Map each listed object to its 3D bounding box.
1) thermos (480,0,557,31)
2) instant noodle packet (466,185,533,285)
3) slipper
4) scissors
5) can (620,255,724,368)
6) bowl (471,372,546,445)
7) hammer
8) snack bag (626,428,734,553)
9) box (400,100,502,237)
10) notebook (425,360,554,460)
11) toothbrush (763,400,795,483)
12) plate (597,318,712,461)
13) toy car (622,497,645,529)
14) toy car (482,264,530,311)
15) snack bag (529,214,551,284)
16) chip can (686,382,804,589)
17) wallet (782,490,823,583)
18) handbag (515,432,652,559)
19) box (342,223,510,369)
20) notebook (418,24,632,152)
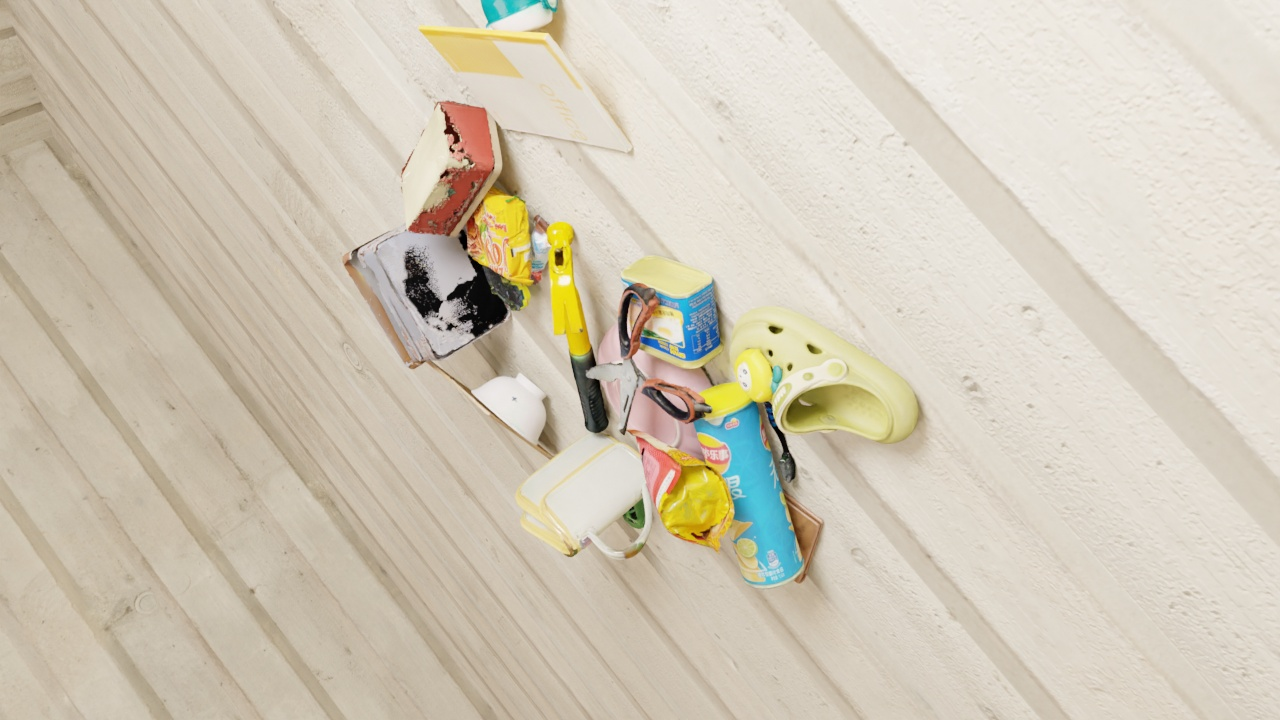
[{"bbox_3d":[-0.139,-0.397,0.794,0.073,0.073,0.224,10,129,50],"label":"thermos"},{"bbox_3d":[-0.166,-0.149,1.072,0.128,0.044,0.111,32,134,51],"label":"instant noodle packet"},{"bbox_3d":[0.147,0.021,0.803,0.191,0.081,0.092,29,139,32],"label":"slipper"},{"bbox_3d":[-0.003,0.007,0.936,0.225,0.015,0.189,15,125,53],"label":"scissors"},{"bbox_3d":[0.031,-0.050,0.915,0.102,0.057,0.083,24,136,41],"label":"can"},{"bbox_3d":[-0.170,0.057,1.279,0.118,0.064,0.118,39,174,4],"label":"bowl"},{"bbox_3d":[-0.071,-0.013,1.081,0.301,0.033,0.128,81,-177,-50],"label":"hammer"},{"bbox_3d":[0.032,0.136,0.979,0.128,0.073,0.208,63,170,-8],"label":"snack bag"},{"bbox_3d":[-0.226,-0.213,1.041,0.169,0.078,0.091,-37,59,53],"label":"box"},{"bbox_3d":[-0.213,0.075,1.330,0.148,0.008,0.207,36,173,31],"label":"notebook"},{"bbox_3d":[0.128,0.044,0.914,0.014,0.016,0.190,4,123,40],"label":"toothbrush"},{"bbox_3d":[0.013,0.044,1.049,0.192,0.038,0.193,36,145,30],"label":"plate"},{"bbox_3d":[-0.015,0.193,1.245,0.043,0.036,0.091,20,139,42],"label":"toy car"},{"bbox_3d":[-0.170,-0.101,1.169,0.105,0.032,0.048,37,147,48],"label":"toy car"},{"bbox_3d":[-0.121,-0.130,1.076,0.048,0.026,0.104,45,150,-2],"label":"snack bag"},{"bbox_3d":[0.111,0.131,0.951,0.071,0.071,0.210,6,120,52],"label":"chip can"},{"bbox_3d":[0.151,0.185,1.022,0.101,0.020,0.115,34,142,28],"label":"wallet"},{"bbox_3d":[-0.049,0.174,1.147,0.179,0.163,0.063,25,138,37],"label":"handbag"},{"bbox_3d":[-0.303,-0.093,1.249,0.166,0.150,0.182,2,122,56],"label":"box"},{"bbox_3d":[-0.113,-0.264,0.886,0.206,0.010,0.146,23,164,42],"label":"notebook"}]
